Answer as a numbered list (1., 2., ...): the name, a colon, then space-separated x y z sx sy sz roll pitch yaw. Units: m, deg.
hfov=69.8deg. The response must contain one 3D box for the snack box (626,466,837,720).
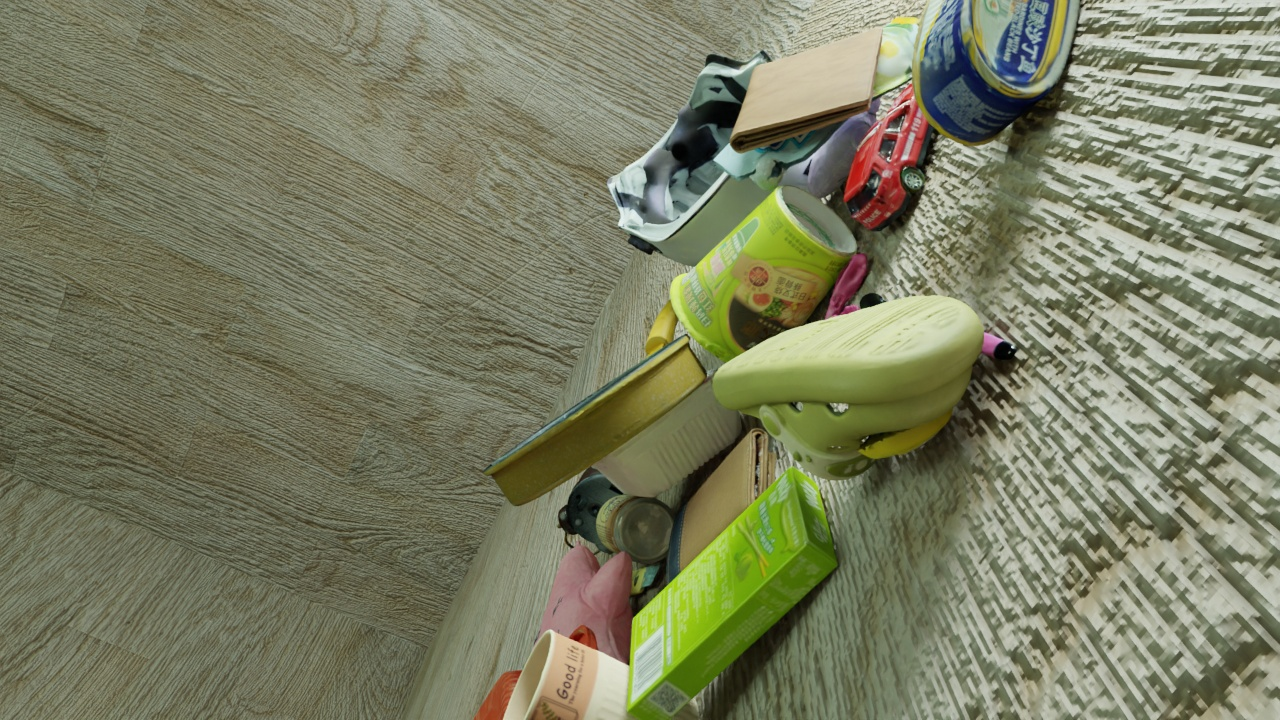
1. snack box: 0.050 0.140 0.548 0.157 0.026 0.085 -49 14 19

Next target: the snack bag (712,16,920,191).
1. snack bag: 0.149 -0.206 0.743 0.191 0.039 0.110 -36 38 3

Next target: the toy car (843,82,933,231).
1. toy car: 0.182 -0.152 0.660 0.120 0.045 0.053 -65 9 -22

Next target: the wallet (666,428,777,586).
1. wallet: 0.059 0.114 0.670 0.116 0.033 0.090 -57 13 36

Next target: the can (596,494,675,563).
1. can: -0.006 0.156 0.858 0.058 0.058 0.116 -66 8 -11

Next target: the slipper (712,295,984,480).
1. slipper: 0.111 0.018 0.493 0.091 0.081 0.191 -30 9 -22

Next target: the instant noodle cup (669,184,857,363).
1. instant noodle cup: 0.102 -0.070 0.728 0.124 0.111 0.111 -50 14 33

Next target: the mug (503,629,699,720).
1. mug: -0.032 0.243 0.573 0.082 0.106 0.114 -51 15 59

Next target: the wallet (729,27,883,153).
1. wallet: 0.131 -0.213 0.719 0.115 0.020 0.101 -9 46 33

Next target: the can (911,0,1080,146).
1. can: 0.206 -0.195 0.529 0.147 0.074 0.049 -68 11 -26

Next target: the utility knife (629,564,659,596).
1. utility knife: -0.009 0.213 0.883 0.188 0.020 0.030 -36 34 65

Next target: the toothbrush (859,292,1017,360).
1. toothbrush: 0.160 -0.019 0.508 0.014 0.018 0.189 -64 11 7

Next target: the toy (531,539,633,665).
1. toy: -0.056 0.246 0.818 0.195 0.074 0.178 126 152 -43

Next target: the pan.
1. pan: -0.005 0.005 0.804 0.198 0.078 0.356 -32 2 38

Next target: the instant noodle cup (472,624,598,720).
1. instant noodle cup: -0.080 0.309 0.673 0.188 0.079 0.165 -102 32 -46

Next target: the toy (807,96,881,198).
1. toy: 0.179 -0.187 0.811 0.083 0.039 0.108 -64 1 -29

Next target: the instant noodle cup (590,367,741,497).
1. instant noodle cup: 0.022 0.069 0.812 0.138 0.060 0.174 -34 3 -14

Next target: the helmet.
1. helmet: 0.094 -0.183 0.938 0.229 0.146 0.258 -52 28 6

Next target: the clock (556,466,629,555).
1. clock: -0.041 0.162 0.993 0.122 0.082 0.055 -61 4 17

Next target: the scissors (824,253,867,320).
1. scissors: 0.135 -0.023 0.669 0.134 0.017 0.130 126 166 -69
